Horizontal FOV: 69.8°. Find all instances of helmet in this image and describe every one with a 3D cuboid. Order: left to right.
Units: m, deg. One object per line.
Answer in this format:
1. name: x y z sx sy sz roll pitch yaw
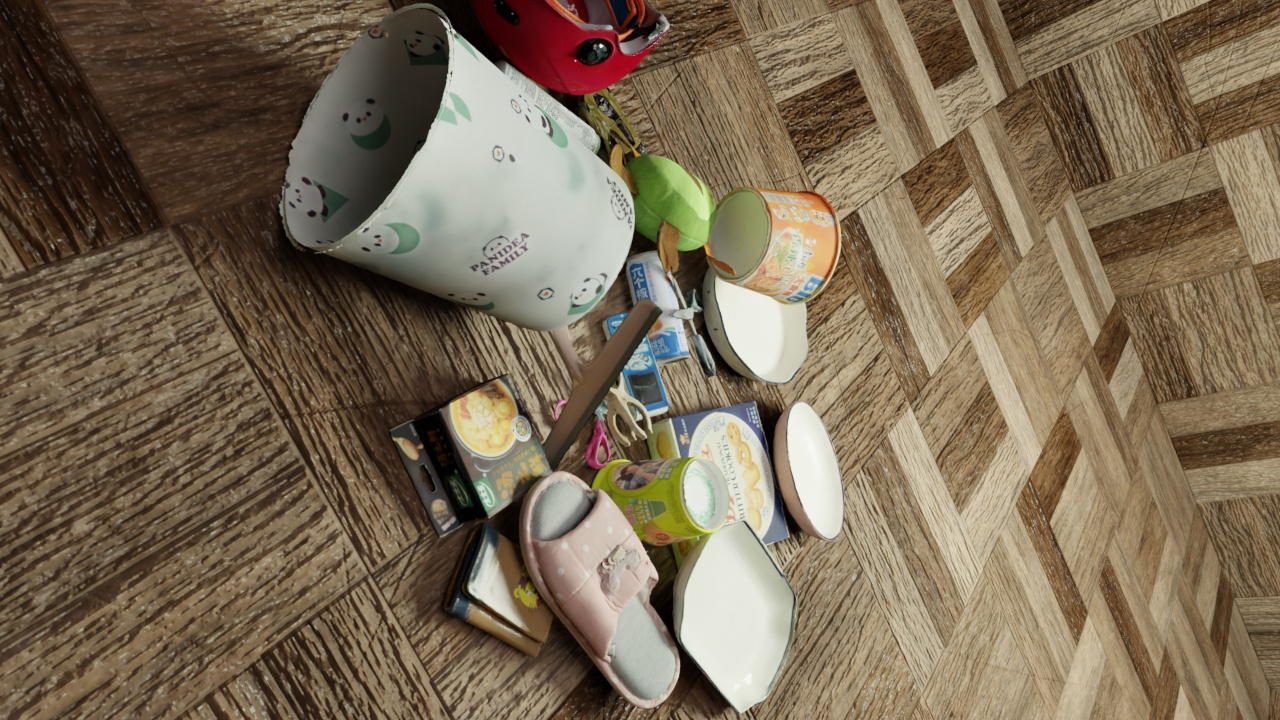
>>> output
1. helmet: -0.100 -0.384 1.022 0.239 0.144 0.207 -9 61 -48

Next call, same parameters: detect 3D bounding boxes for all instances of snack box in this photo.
1. snack box: -0.157 0.088 0.879 0.125 0.053 0.113 -33 101 -52
2. snack box: 0.097 0.151 1.126 0.182 0.046 0.178 -8 82 -48

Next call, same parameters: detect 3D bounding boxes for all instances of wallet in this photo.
1. wallet: -0.127 0.221 0.876 0.115 0.033 0.090 43 48 -33

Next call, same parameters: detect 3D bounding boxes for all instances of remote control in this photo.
1. remote control: -0.006 0.006 1.071 0.049 0.024 0.125 -13 81 -32

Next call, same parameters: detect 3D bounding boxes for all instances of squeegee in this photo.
1. squeegee: -0.078 -0.049 0.958 0.040 0.248 0.249 13 40 -27

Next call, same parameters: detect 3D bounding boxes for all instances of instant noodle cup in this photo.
1. instant noodle cup: 0.026 0.152 0.991 0.111 0.124 0.111 18 64 -42
2. instant noodle cup: 0.161 -0.151 1.164 0.111 0.152 0.151 5 73 -37

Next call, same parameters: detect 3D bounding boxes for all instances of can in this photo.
1. can: -0.116 -0.272 1.036 0.146 0.058 0.058 30 56 -37
2. can: 0.019 -0.062 1.111 0.053 0.053 0.134 -6 81 -47

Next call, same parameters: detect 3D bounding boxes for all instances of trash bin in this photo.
1. trash bin: -0.154 -0.155 0.845 0.251 0.230 0.229 27 58 -45

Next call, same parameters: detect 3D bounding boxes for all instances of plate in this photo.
1. plate: 0.105 0.290 1.045 0.161 0.034 0.266 -57 135 -26
2. plate: 0.156 -0.064 1.264 0.204 0.046 0.204 17 66 -43
3. plate: 0.223 0.151 1.245 0.192 0.039 0.192 37 45 -48

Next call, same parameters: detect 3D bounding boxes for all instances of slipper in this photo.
1. slipper: -0.030 0.231 0.909 0.113 0.055 0.274 -39 110 -38

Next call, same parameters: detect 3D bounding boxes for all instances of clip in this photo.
1. clip: -0.025 0.046 1.028 0.100 0.035 0.070 60 36 -4

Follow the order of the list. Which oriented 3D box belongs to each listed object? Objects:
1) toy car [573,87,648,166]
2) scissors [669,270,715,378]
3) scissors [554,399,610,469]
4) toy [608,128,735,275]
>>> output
1. toy car: -0.029 -0.270 1.143 0.158 0.042 0.070 55 45 -22
2. scissors: 0.059 -0.052 1.125 0.178 0.014 0.159 -24 97 -74
3. scissors: -0.045 0.065 1.029 0.133 0.017 0.118 -24 91 -52
4. toy: 0.033 -0.184 1.080 0.227 0.090 0.246 54 18 0
